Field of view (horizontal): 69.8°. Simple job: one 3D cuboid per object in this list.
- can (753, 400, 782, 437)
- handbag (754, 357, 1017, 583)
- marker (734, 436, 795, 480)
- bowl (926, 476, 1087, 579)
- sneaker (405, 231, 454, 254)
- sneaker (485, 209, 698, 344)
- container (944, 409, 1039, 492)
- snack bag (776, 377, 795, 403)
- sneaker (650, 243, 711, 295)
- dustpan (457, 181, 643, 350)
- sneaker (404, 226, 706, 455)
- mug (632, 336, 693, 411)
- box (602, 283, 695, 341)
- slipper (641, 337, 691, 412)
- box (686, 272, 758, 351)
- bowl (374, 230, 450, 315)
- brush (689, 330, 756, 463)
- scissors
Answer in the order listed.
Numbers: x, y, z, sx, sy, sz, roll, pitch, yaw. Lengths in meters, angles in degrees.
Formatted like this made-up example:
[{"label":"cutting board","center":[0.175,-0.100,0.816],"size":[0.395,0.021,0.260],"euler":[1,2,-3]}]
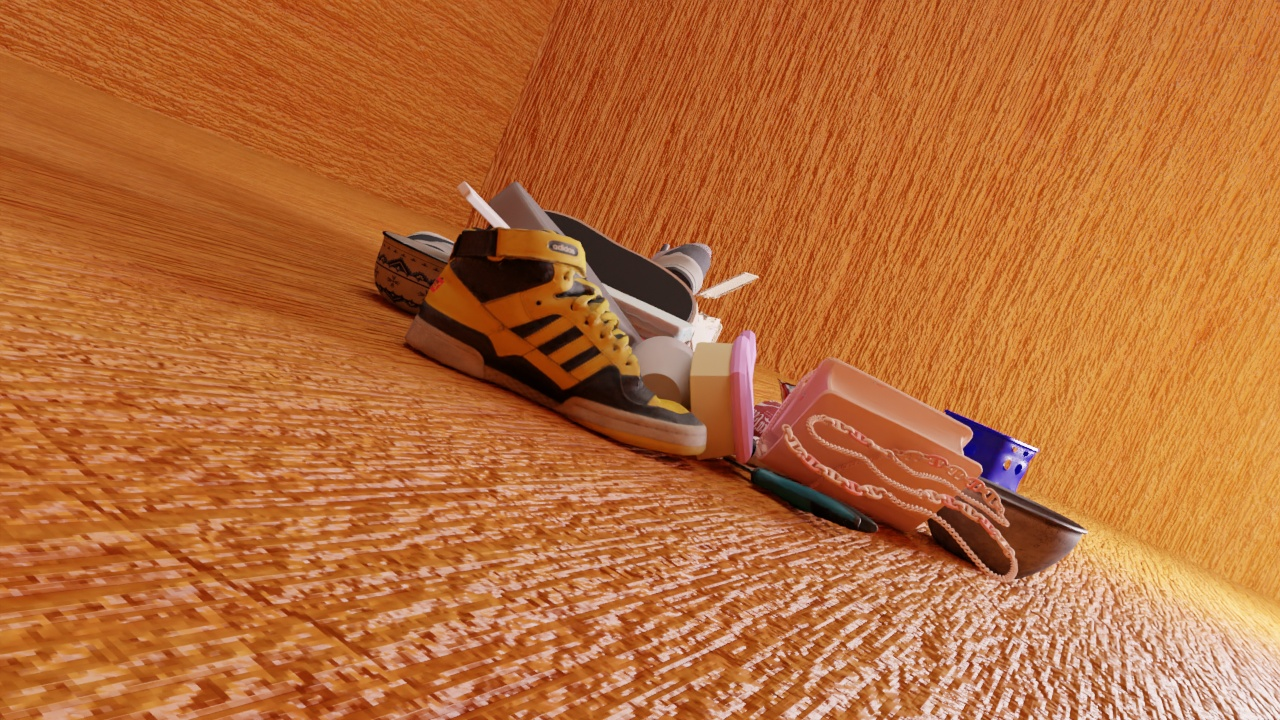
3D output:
[{"label":"can","center":[0.138,0.073,0.902],"size":[0.054,0.054,0.096],"euler":[22,5,-15]},{"label":"handbag","center":[0.171,0.104,0.729],"size":[0.198,0.117,0.186],"euler":[27,35,-9]},{"label":"marker","center":[0.119,0.087,0.828],"size":[0.125,0.025,0.025],"euler":[21,6,-24]},{"label":"bowl","center":[0.316,0.149,0.829],"size":[0.145,0.067,0.145],"euler":[23,5,-2]},{"label":"sneaker","center":[-0.157,-0.068,0.953],"size":[0.235,0.084,0.079],"euler":[20,18,7]},{"label":"sneaker","center":[-0.059,-0.090,1.129],"size":[0.294,0.111,0.116],"euler":[23,-17,16]},{"label":"container","center":[0.362,0.127,1.005],"size":[0.085,0.113,0.084],"euler":[19,7,-37]},{"label":"snack bag","center":[0.209,0.077,1.052],"size":[0.139,0.066,0.208],"euler":[46,4,-6]},{"label":"sneaker","center":[0.007,-0.098,1.234],"size":[0.240,0.124,0.089],"euler":[-15,-66,46]},{"label":"dustpan","center":[-0.081,-0.093,0.805],"size":[0.163,0.033,0.257],"euler":[55,4,28]},{"label":"sneaker","center":[-0.045,-0.022,0.683],"size":[0.238,0.122,0.086],"euler":[22,7,1]},{"label":"mug","center":[-0.002,0.023,0.796],"size":[0.107,0.071,0.089],"euler":[-4,12,6]},{"label":"box","center":[-0.039,-0.060,1.007],"size":[0.199,0.072,0.086],"euler":[25,-22,12]},{"label":"slipper","center":[-0.006,0.005,0.939],"size":[0.248,0.059,0.103],"euler":[20,6,-46]},{"label":"box","center":[0.093,-0.049,1.270],"size":[0.081,0.182,0.143],"euler":[31,13,24]},{"label":"bowl","center":[-0.197,-0.072,0.862],"size":[0.115,0.059,0.115],"euler":[23,5,-2]},{"label":"brush","center":[0.076,0.016,0.803],"size":[0.043,0.089,0.228],"euler":[-3,16,9]},{"label":"scissors","center":[0.121,0.104,0.709],"size":[0.135,0.019,0.130],"euler":[24,-2,2]}]
